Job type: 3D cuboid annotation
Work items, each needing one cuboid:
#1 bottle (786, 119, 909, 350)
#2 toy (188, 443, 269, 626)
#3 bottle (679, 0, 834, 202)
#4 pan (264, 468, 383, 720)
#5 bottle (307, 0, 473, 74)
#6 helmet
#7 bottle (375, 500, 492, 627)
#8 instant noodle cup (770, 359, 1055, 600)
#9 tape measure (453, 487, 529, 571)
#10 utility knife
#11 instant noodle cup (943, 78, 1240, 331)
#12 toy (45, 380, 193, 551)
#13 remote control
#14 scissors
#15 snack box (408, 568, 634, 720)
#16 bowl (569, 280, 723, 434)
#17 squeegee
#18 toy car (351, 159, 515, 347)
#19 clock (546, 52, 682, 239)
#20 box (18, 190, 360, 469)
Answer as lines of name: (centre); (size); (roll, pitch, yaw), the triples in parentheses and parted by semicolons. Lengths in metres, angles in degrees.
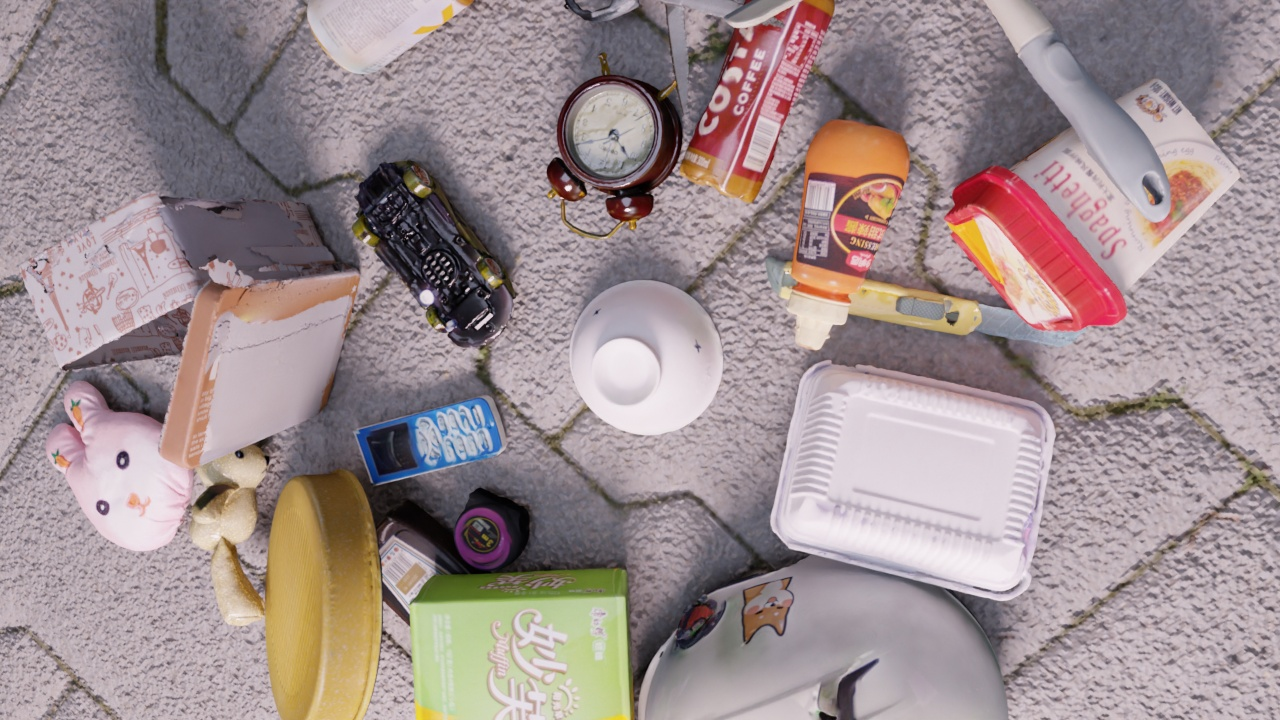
bottle: (0.130, -0.080, 0.608); (0.067, 0.066, 0.149); (15, 101, 11)
toy: (-0.332, 0.136, 0.747); (0.066, 0.105, 0.157); (-8, 81, -12)
bottle: (0.083, -0.195, 0.606); (0.057, 0.057, 0.175); (24, 105, 8)
pan: (-0.255, 0.253, 0.740); (0.197, 0.078, 0.358); (47, 125, 49)
bottle: (-0.145, -0.275, 0.641); (0.190, 0.068, 0.068); (-29, 92, 17)
helmet: (0.119, 0.263, 0.619); (0.274, 0.156, 0.230); (-31, 91, 9)
bottle: (-0.144, 0.203, 0.742); (0.195, 0.044, 0.080); (43, 110, 2)
instant noodle cup: (0.182, 0.072, 0.605); (0.173, 0.060, 0.138); (13, 78, 10)
tape measure: (-0.117, 0.135, 0.726); (0.057, 0.039, 0.058); (21, 99, 9)
utility knife: (0.191, -0.038, 0.633); (0.216, 0.022, 0.031); (11, 107, 7)
instant noodle cup: (0.271, -0.094, 0.557); (0.124, 0.116, 0.116); (-39, 89, 4)
toy: (-0.455, 0.091, 0.796); (0.159, 0.054, 0.121); (33, 106, 14)
remote control: (-0.168, 0.063, 0.732); (0.125, 0.024, 0.049); (-14, 96, 15)
scissors: (0.017, -0.241, 0.606); (0.160, 0.014, 0.179); (-7, 75, 29)
snack box: (-0.084, 0.267, 0.684); (0.157, 0.070, 0.210); (-2, 93, 0)
bowl: (-0.004, 0.004, 0.660); (0.118, 0.064, 0.118); (3, 101, 14)
squeegee: (0.212, -0.178, 0.508); (0.246, 0.039, 0.246); (-30, 71, -1)
toy car: (-0.155, -0.080, 0.693); (0.070, 0.042, 0.158); (-37, 89, 17)
clock: (-0.019, -0.145, 0.641); (0.082, 0.055, 0.122); (23, 102, 8)
box: (-0.296, -0.019, 0.670); (0.152, 0.182, 0.174); (-21, 91, 17)
